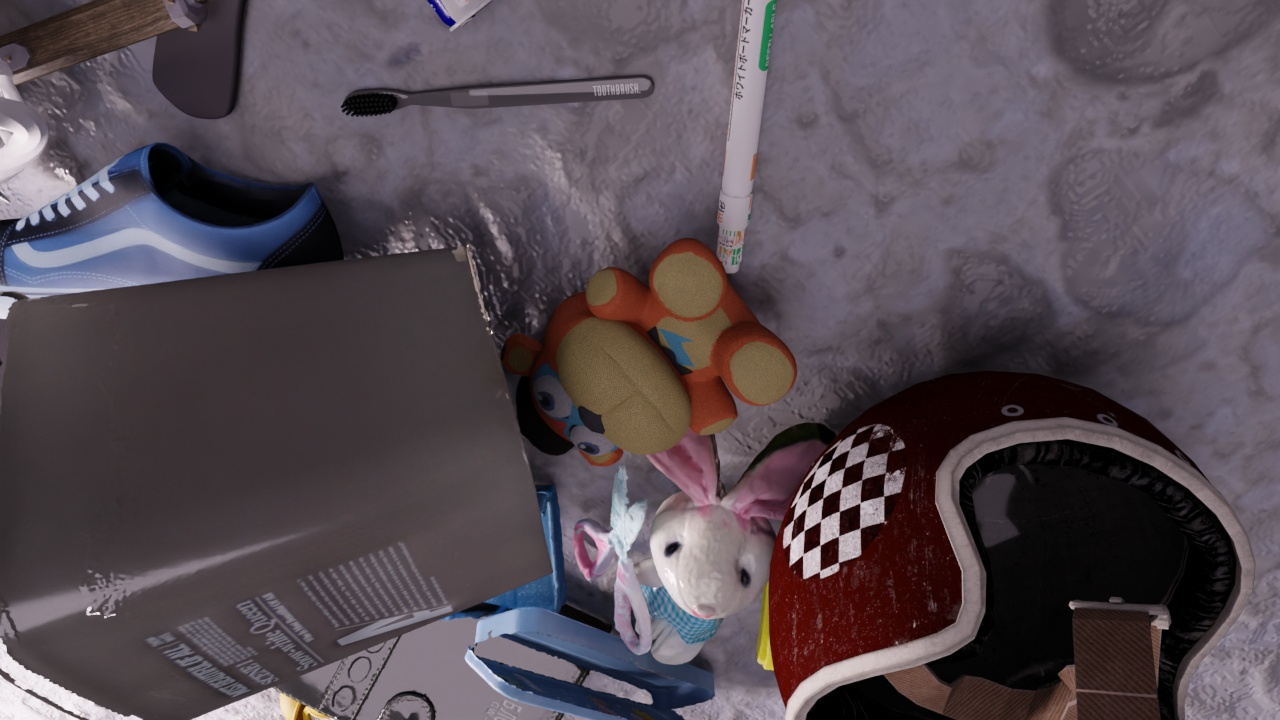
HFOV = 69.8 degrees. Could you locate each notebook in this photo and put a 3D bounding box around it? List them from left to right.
[{"bbox_3d":[-0.151,0.222,0.684,0.209,0.029,0.169,29,98,-6],"label":"notebook"}]

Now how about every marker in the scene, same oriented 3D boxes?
[{"bbox_3d":[0.052,-0.112,0.465,0.017,0.017,0.146,7,124,5],"label":"marker"}]

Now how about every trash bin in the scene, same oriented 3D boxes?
[{"bbox_3d":[-0.173,0.056,0.476,0.220,0.197,0.198,-15,148,-10],"label":"trash bin"}]

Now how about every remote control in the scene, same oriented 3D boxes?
[{"bbox_3d":[-0.224,-0.182,0.473,0.046,0.009,0.125,25,124,-6],"label":"remote control"}]

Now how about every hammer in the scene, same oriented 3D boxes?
[{"bbox_3d":[-0.276,-0.174,0.467,0.317,0.028,0.147,-9,114,20],"label":"hammer"}]

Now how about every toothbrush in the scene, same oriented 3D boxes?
[{"bbox_3d":[-0.076,-0.137,0.476,0.167,0.013,0.013,-1,123,8],"label":"toothbrush"}]

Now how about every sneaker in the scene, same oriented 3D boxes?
[{"bbox_3d":[-0.289,-0.081,0.511,0.241,0.083,0.098,2,126,0],"label":"sneaker"}]

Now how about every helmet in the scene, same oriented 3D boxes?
[{"bbox_3d":[0.175,0.123,0.453,0.233,0.252,0.235,41,135,-22],"label":"helmet"}]

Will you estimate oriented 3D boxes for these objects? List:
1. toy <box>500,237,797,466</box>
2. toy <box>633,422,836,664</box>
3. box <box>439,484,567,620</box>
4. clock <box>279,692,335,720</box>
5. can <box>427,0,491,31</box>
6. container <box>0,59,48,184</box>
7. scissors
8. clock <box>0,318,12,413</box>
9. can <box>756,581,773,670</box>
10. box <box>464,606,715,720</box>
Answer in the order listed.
[{"bbox_3d":[-0.003,0.003,0.510,0.112,0.096,0.177,48,138,-15],"label":"toy"},{"bbox_3d":[0.033,0.128,0.578,0.131,0.105,0.206,19,123,1],"label":"toy"},{"bbox_3d":[-0.171,0.139,0.591,0.231,0.110,0.094,-2,98,5],"label":"box"},{"bbox_3d":[-0.231,0.291,0.752,0.152,0.051,0.114,42,136,-16],"label":"clock"},{"bbox_3d":[-0.105,-0.202,0.425,0.032,0.032,0.095,-27,115,25],"label":"can"},{"bbox_3d":[-0.400,-0.154,0.393,0.190,0.189,0.187,-19,101,21],"label":"container"},{"bbox_3d":[-0.005,0.129,0.567,0.108,0.016,0.180,60,154,19],"label":"scissors"},{"bbox_3d":[-0.381,0.007,0.587,0.123,0.045,0.159,-35,116,10],"label":"clock"},{"bbox_3d":[0.133,0.179,0.612,0.105,0.067,0.068,7,124,6],"label":"can"},{"bbox_3d":[-0.030,0.233,0.639,0.069,0.063,0.210,-24,137,33],"label":"box"}]
